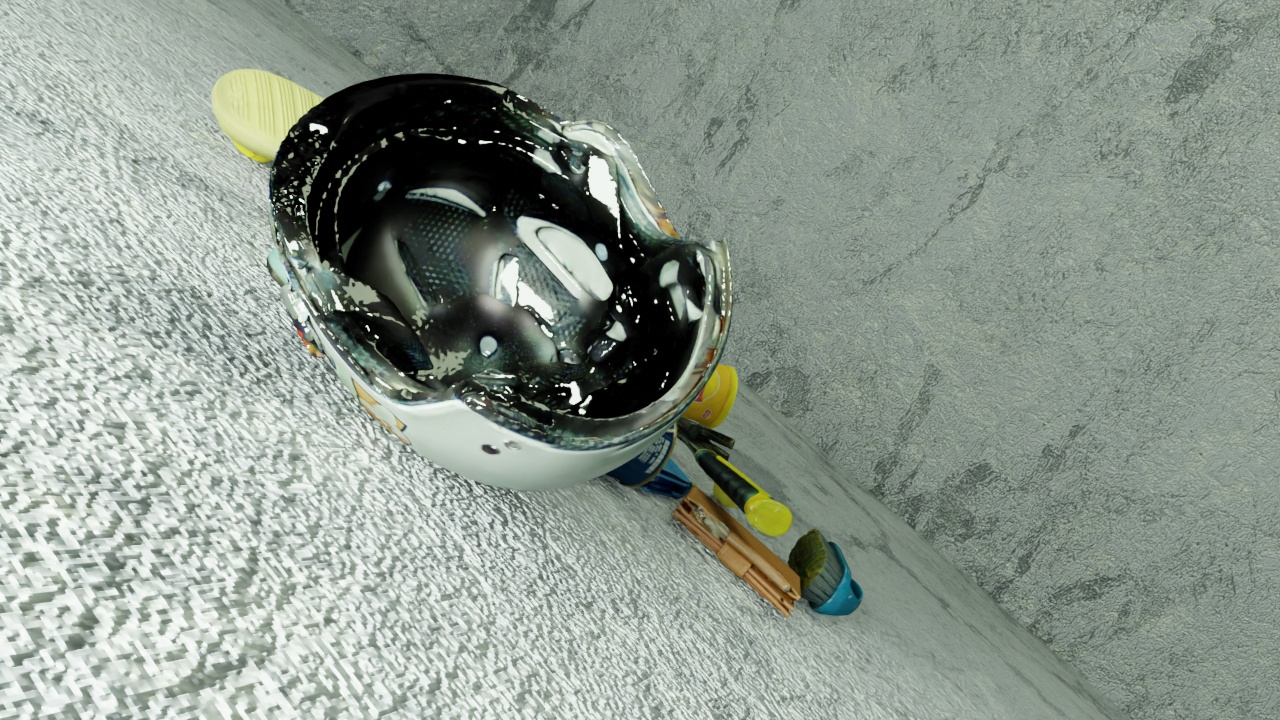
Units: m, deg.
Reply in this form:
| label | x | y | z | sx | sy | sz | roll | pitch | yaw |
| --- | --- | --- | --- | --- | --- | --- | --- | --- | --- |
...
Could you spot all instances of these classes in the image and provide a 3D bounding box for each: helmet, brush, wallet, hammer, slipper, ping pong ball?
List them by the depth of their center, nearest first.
| label | x | y | z | sx | sy | sz | roll | pitch | yaw |
| --- | --- | --- | --- | --- | --- | --- | --- | --- | --- |
| helmet | -0.086 | -0.031 | 0.551 | 0.274 | 0.229 | 0.157 | 40 | -36 | 17 |
| wallet | 0.087 | 0.168 | 0.820 | 0.132 | 0.031 | 0.107 | 40 | 4 | 7 |
| slipper | -0.312 | -0.198 | 0.866 | 0.190 | 0.082 | 0.091 | 15 | 47 | -41 |
| wallet | -0.013 | 0.074 | 0.870 | 0.133 | 0.040 | 0.106 | 43 | 3 | 26 |
| hammer | 0.074 | 0.102 | 0.912 | 0.126 | 0.032 | 0.323 | 23 | 5 | -17 |
| brush | 0.190 | 0.220 | 0.928 | 0.073 | 0.055 | 0.143 | 39 | 6 | 0 |
| ping pong ball | 0.100 | 0.143 | 1.011 | 0.040 | 0.040 | 0.040 | 39 | 7 | -6 |

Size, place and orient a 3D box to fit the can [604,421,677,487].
| label | x | y | z | sx | sy | sz | roll | pitch | yaw |
| --- | --- | --- | --- | --- | --- | --- | --- | --- | --- |
| can | -0.034 | 0.048 | 0.751 | 0.111 | 0.075 | 0.075 | 35 | 8 | -34 |

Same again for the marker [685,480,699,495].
| label | x | y | z | sx | sy | sz | roll | pitch | yaw |
| --- | --- | --- | --- | --- | --- | --- | --- | --- | --- |
| marker | 0.033 | 0.114 | 0.942 | 0.124 | 0.015 | 0.018 | 43 | 4 | 36 |

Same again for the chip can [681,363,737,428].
| label | x | y | z | sx | sy | sz | roll | pitch | yaw |
| --- | --- | --- | --- | --- | --- | --- | --- | --- | --- |
| chip can | -0.006 | 0.006 | 0.959 | 0.213 | 0.072 | 0.072 | 21 | 13 | -18 |

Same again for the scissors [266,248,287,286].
| label | x | y | z | sx | sy | sz | roll | pitch | yaw |
| --- | --- | --- | --- | --- | --- | --- | --- | --- | --- |
| scissors | -0.216 | -0.052 | 0.673 | 0.130 | 0.019 | 0.185 | 39 | 5 | -9 |
